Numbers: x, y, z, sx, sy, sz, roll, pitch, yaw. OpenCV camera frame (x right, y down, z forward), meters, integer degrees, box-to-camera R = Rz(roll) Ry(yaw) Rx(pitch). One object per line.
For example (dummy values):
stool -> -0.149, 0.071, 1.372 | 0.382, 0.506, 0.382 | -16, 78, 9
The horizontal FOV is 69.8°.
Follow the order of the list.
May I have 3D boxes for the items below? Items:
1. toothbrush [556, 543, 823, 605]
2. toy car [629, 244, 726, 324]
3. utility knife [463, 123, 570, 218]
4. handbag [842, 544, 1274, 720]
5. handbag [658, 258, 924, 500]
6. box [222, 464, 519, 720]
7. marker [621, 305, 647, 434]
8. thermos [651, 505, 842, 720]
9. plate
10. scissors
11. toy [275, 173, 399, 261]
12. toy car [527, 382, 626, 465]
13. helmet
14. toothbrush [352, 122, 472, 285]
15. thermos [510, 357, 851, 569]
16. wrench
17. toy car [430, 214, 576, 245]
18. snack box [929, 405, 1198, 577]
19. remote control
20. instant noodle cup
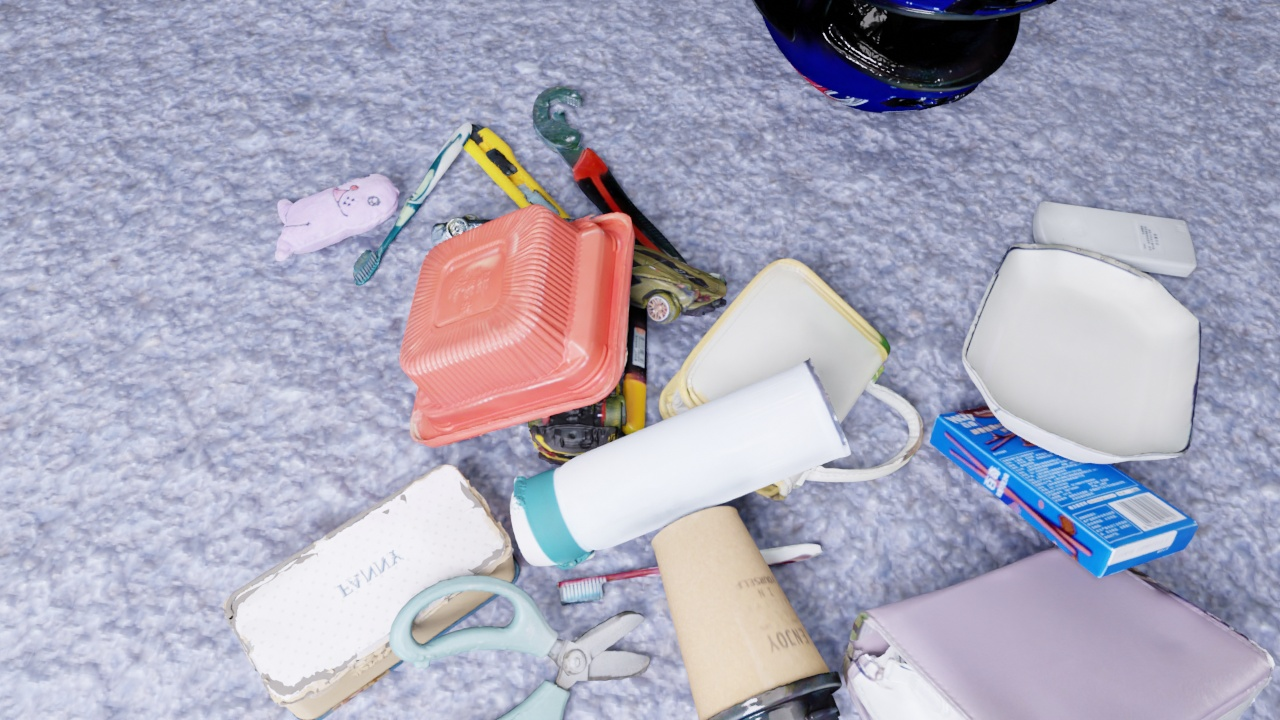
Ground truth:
toothbrush -> 0.036, 0.146, 0.630 | 0.187, 0.016, 0.017 | -7, 66, -8
toy car -> -0.007, -0.068, 0.724 | 0.158, 0.042, 0.070 | 19, 21, 22
utility knife -> -0.107, -0.159, 0.814 | 0.033, 0.015, 0.173 | -35, 66, -19
handbag -> 0.242, 0.192, 0.550 | 0.196, 0.099, 0.145 | -13, 42, -25
handbag -> 0.122, 0.032, 0.692 | 0.179, 0.063, 0.163 | 40, 63, 3
box -> -0.163, 0.143, 0.593 | 0.184, 0.062, 0.090 | -29, 65, -23
marker -> -0.004, 0.004, 0.718 | 0.018, 0.015, 0.123 | 19, 52, -22
thermos -> 0.060, 0.167, 0.570 | 0.093, 0.093, 0.143 | -15, 62, -13
plate -> 0.335, -0.007, 0.701 | 0.162, 0.034, 0.264 | 25, 43, 15
scissors -> -0.071, 0.209, 0.565 | 0.177, 0.019, 0.169 | 12, 77, -23
toy -> -0.252, -0.124, 0.765 | 0.108, 0.039, 0.083 | -22, 47, -2
toy car -> -0.048, 0.008, 0.696 | 0.071, 0.041, 0.155 | 0, 52, -4
helmet -> 0.233, -0.340, 0.814 | 0.247, 0.241, 0.315 | -16, 50, -13
toothbrush -> -0.194, -0.141, 0.788 | 0.016, 0.018, 0.191 | 17, 62, 19
thermos -> 0.021, 0.074, 0.604 | 0.224, 0.073, 0.073 | -23, 59, 8
wrench -> -0.028, -0.152, 0.815 | 0.056, 0.016, 0.273 | -25, 62, -13
toy car -> -0.112, -0.103, 0.755 | 0.120, 0.054, 0.037 | -3, 102, 2
snack box -> 0.286, 0.082, 0.635 | 0.084, 0.026, 0.157 | -8, 32, -27
remote control -> 0.419, -0.108, 0.815 | 0.135, 0.019, 0.056 | 7, 58, 1
instant noodle cup -> -0.100, -0.034, 0.657 | 0.189, 0.079, 0.164 | -18, 51, 27
